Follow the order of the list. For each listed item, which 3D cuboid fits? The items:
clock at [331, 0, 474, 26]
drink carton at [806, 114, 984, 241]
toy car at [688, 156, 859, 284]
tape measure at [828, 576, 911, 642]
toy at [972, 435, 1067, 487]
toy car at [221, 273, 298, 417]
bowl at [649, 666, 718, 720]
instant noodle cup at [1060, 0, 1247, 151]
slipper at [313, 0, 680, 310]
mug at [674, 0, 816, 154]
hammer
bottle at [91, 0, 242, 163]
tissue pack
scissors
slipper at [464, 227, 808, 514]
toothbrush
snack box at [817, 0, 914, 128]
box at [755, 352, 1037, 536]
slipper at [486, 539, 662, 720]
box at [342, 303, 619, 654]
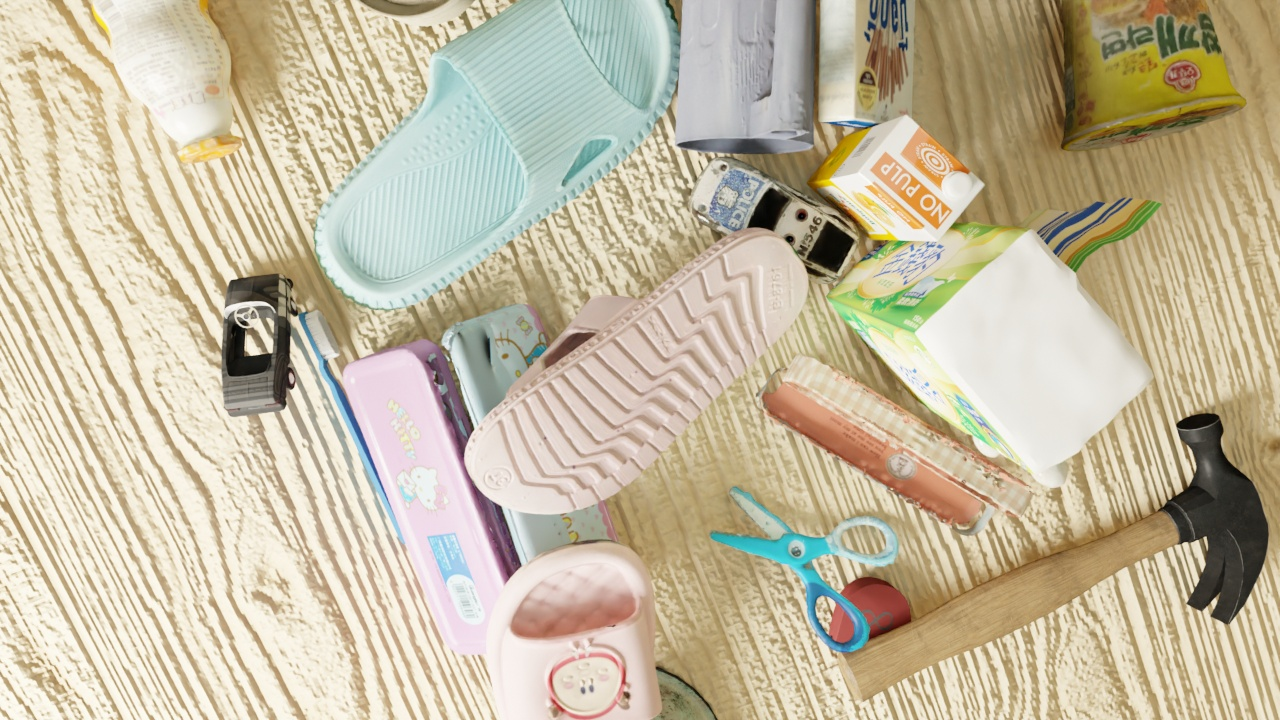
[{"bbox_3d":[-0.115,-0.244,0.545,0.141,0.054,0.093,8,98,3],"label":"clock"},{"bbox_3d":[0.148,-0.105,0.546,0.058,0.122,0.040,39,94,-8],"label":"drink carton"},{"bbox_3d":[0.086,-0.089,0.587,0.113,0.040,0.048,26,95,-6],"label":"toy car"},{"bbox_3d":[0.165,0.179,0.642,0.059,0.019,0.051,13,95,-12],"label":"tape measure"},{"bbox_3d":[0.264,0.018,0.609,0.076,0.037,0.125,30,71,-17],"label":"toy"},{"bbox_3d":[-0.238,-0.012,0.567,0.040,0.037,0.092,-8,66,-1],"label":"toy car"},{"bbox_3d":[-0.016,0.291,0.637,0.157,0.038,0.157,0,98,-3],"label":"bowl"},{"bbox_3d":[0.304,-0.193,0.561,0.102,0.102,0.108,-10,90,-2],"label":"instant noodle cup"},{"bbox_3d":[-0.087,-0.133,0.558,0.276,0.069,0.116,-39,102,3],"label":"slipper"},{"bbox_3d":[0.068,-0.178,0.531,0.083,0.124,0.104,0,97,-12],"label":"mug"},{"bbox_3d":[0.280,0.158,0.628,0.305,0.040,0.132,-24,98,-4],"label":"hammer"},{"bbox_3d":[-0.274,-0.173,0.542,0.063,0.063,0.109,-19,99,-1],"label":"bottle"},{"bbox_3d":[0.208,-0.040,0.522,0.141,0.197,0.120,-42,105,5],"label":"tissue pack"},{"bbox_3d":[0.106,0.141,0.616,0.140,0.013,0.113,12,69,-8],"label":"scissors"},{"bbox_3d":[-0.003,0.003,0.572,0.239,0.064,0.094,-38,120,-4],"label":"slipper"},{"bbox_3d":[-0.184,0.044,0.603,0.014,0.016,0.166,-22,100,0],"label":"toothbrush"},{"bbox_3d":[0.138,-0.218,0.554,0.026,0.081,0.150,6,101,39],"label":"snack box"},{"bbox_3d":[0.167,0.058,0.607,0.187,0.054,0.077,30,128,-6],"label":"box"},{"bbox_3d":[-0.038,0.215,0.570,0.106,0.055,0.222,-6,105,-12],"label":"slipper"},{"bbox_3d":[-0.096,0.080,0.594,0.140,0.062,0.214,-19,99,-4],"label":"box"}]
